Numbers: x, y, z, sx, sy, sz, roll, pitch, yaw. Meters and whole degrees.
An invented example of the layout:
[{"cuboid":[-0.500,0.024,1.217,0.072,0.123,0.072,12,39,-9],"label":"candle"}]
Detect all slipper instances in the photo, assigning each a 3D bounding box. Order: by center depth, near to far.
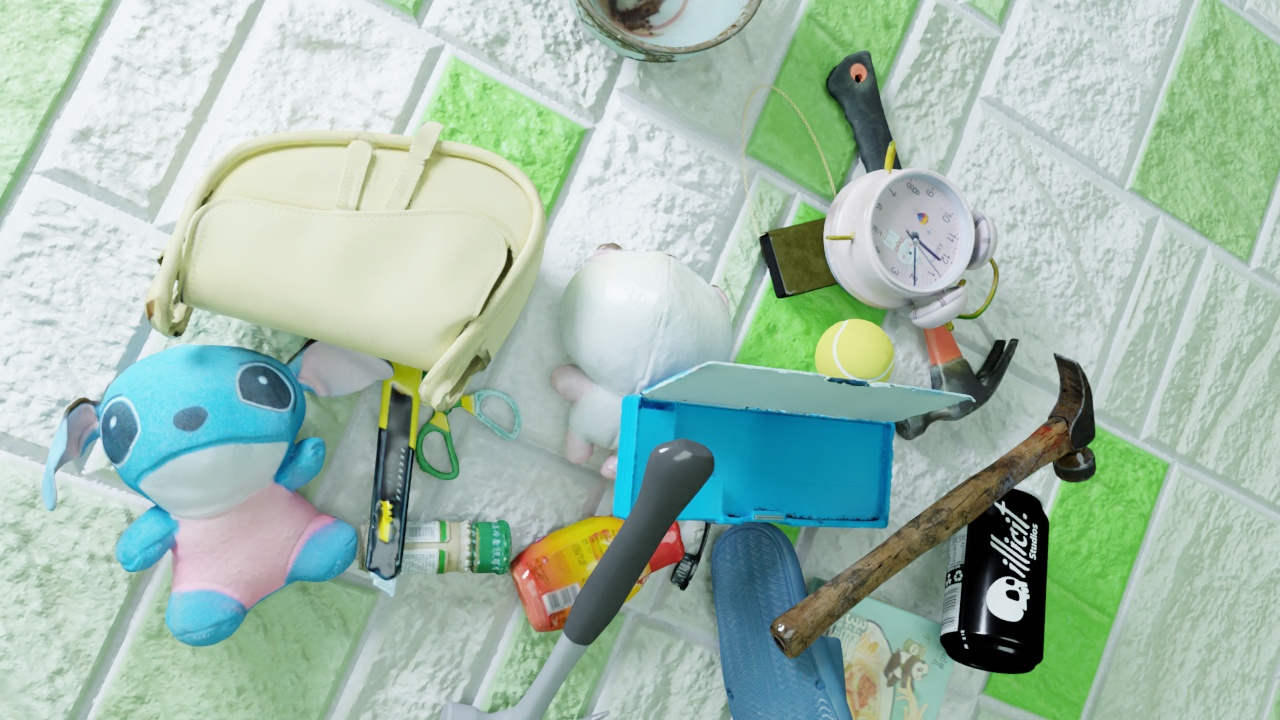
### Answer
[{"cuboid":[0.112,0.235,0.738,0.059,0.104,0.213,5,64,-53],"label":"slipper"}]

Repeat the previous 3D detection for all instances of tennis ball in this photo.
[{"cuboid":[0.181,-0.002,0.773,0.065,0.065,0.065,0,91,-17],"label":"tennis ball"}]

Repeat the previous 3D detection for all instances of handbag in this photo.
[{"cuboid":[-0.185,-0.073,0.618,0.232,0.089,0.190,15,58,-10],"label":"handbag"},{"cuboid":[0.126,-0.146,0.781,0.084,0.027,0.178,-15,90,-18],"label":"handbag"}]

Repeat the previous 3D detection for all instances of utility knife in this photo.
[{"cuboid":[-0.177,0.080,0.660,0.028,0.020,0.174,4,77,-13],"label":"utility knife"}]

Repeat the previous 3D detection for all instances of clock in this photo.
[{"cuboid":[0.231,-0.093,0.762,0.158,0.059,0.116,35,79,-14],"label":"clock"}]

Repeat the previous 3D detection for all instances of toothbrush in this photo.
[{"cuboid":[0.066,0.102,0.766,0.017,0.014,0.188,23,84,-8],"label":"toothbrush"}]

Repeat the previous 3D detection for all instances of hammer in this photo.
[{"cuboid":[-0.031,0.180,0.650,0.125,0.029,0.312,20,116,-20],"label":"hammer"},{"cuboid":[0.233,0.119,0.716,0.329,0.033,0.120,-31,120,-17],"label":"hammer"},{"cuboid":[0.235,-0.107,0.809,0.133,0.033,0.333,-23,96,-14],"label":"hammer"}]

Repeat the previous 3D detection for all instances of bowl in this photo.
[{"cuboid":[0.007,-0.298,0.701,0.159,0.094,0.160,0,90,-17],"label":"bowl"}]

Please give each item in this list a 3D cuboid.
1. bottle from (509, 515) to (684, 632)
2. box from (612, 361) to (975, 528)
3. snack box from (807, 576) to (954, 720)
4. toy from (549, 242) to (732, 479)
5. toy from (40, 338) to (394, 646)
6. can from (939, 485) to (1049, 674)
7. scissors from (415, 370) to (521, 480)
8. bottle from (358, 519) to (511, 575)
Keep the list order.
[{"cuboid":[-0.031,0.159,0.718,0.134,0.048,0.071,-20,97,-16],"label":"bottle"},{"cuboid":[0.114,0.067,0.666,0.243,0.114,0.114,7,86,-29],"label":"box"},{"cuboid":[0.182,0.301,0.788,0.141,0.044,0.193,23,83,-18],"label":"snack box"},{"cuboid":[-0.004,0.004,0.704,0.139,0.101,0.180,19,100,-10],"label":"toy"},{"cuboid":[-0.268,0.076,0.622,0.223,0.099,0.191,-23,102,-26],"label":"toy"},{"cuboid":[0.304,0.185,0.786,0.080,0.080,0.145,25,61,-16],"label":"can"},{"cuboid":[-0.141,0.024,0.700,0.112,0.012,0.131,-11,92,-14],"label":"scissors"},{"cuboid":[-0.153,0.140,0.683,0.110,0.043,0.042,3,90,-16],"label":"bottle"}]
